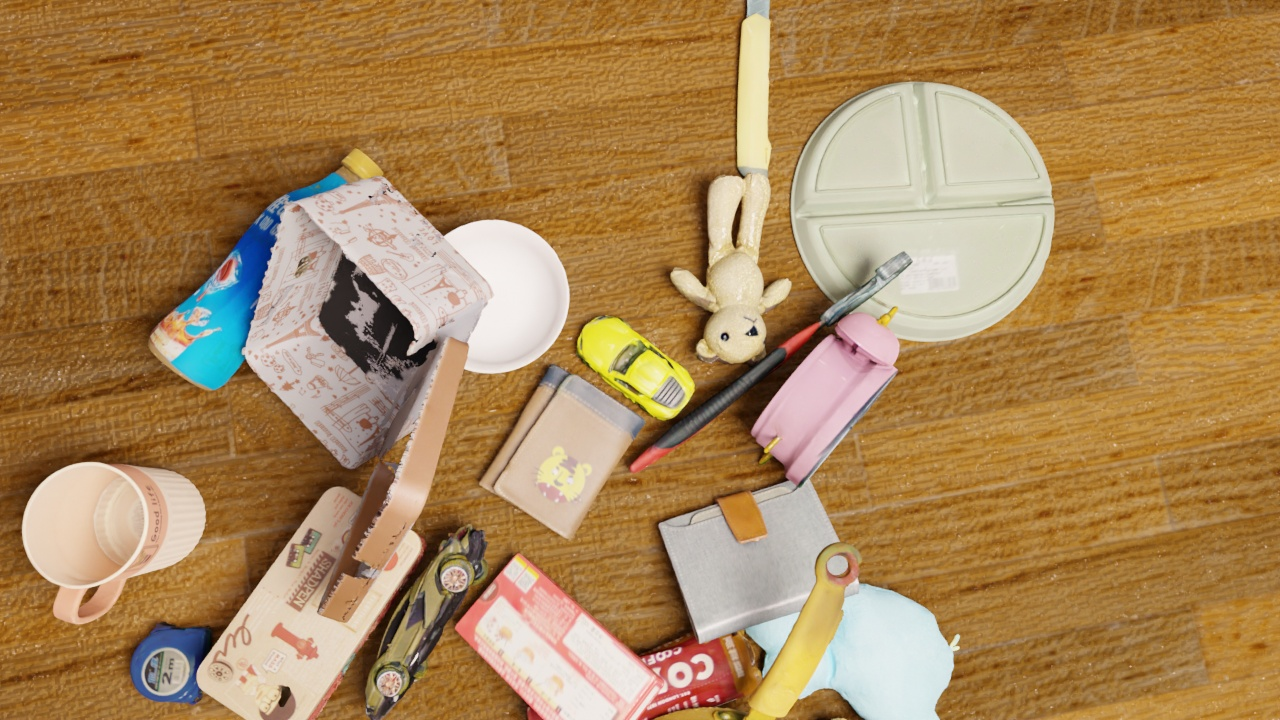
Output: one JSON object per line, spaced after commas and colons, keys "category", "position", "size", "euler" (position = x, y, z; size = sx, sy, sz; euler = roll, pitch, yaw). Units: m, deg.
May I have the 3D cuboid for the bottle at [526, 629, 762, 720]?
{"category": "bottle", "position": [0.002, 0.251, 0.697], "size": [0.175, 0.057, 0.057], "euler": [-18, 84, -6]}

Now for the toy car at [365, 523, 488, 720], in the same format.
{"category": "toy car", "position": [-0.162, 0.196, 0.689], "size": [0.042, 0.070, 0.158], "euler": [28, 81, 5]}

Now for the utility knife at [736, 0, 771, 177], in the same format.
{"category": "utility knife", "position": [0.100, -0.250, 0.787], "size": [0.031, 0.021, 0.205], "euler": [3, 89, -6]}

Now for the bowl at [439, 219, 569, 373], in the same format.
{"category": "bowl", "position": [-0.115, -0.045, 0.725], "size": [0.118, 0.065, 0.118], "euler": [1, 83, -4]}

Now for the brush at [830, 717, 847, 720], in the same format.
{"category": "brush", "position": [0.234, 0.362, 0.696], "size": [0.254, 0.083, 0.045], "euler": [44, 60, -5]}

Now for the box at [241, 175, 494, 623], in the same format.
{"category": "box", "position": [-0.180, 0.023, 0.628], "size": [0.134, 0.180, 0.270], "euler": [0, 54, -35]}

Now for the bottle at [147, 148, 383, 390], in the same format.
{"category": "bottle", "position": [-0.285, -0.076, 0.719], "size": [0.065, 0.065, 0.218], "euler": [40, 82, 2]}

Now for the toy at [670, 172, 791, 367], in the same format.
{"category": "toy", "position": [0.079, -0.073, 0.739], "size": [0.105, 0.066, 0.157], "euler": [2, 90, -20]}

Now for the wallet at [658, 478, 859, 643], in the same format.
{"category": "wallet", "position": [0.089, 0.149, 0.709], "size": [0.129, 0.037, 0.106], "euler": [-15, 55, -8]}

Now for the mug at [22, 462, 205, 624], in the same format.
{"category": "mug", "position": [-0.381, 0.132, 0.665], "size": [0.081, 0.106, 0.114], "euler": [18, 82, -1]}

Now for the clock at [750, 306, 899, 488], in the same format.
{"category": "clock", "position": [0.150, 0.022, 0.709], "size": [0.060, 0.117, 0.158], "euler": [41, 84, 14]}

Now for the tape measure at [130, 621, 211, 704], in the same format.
{"category": "tape measure", "position": [-0.355, 0.229, 0.696], "size": [0.054, 0.025, 0.058], "euler": [4, 79, -1]}

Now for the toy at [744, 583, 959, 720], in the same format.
{"category": "toy", "position": [0.169, 0.224, 0.716], "size": [0.156, 0.050, 0.161], "euler": [-21, 81, 4]}

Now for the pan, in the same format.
{"category": "pan", "position": [0.074, 0.277, 0.639], "size": [0.197, 0.078, 0.357], "euler": [17, 99, -8]}

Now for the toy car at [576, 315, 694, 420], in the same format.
{"category": "toy car", "position": [-0.004, 0.004, 0.742], "size": [0.105, 0.032, 0.048], "euler": [38, 82, 3]}

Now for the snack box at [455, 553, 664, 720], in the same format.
{"category": "snack box", "position": [-0.062, 0.217, 0.677], "size": [0.153, 0.025, 0.075], "euler": [33, 78, 31]}

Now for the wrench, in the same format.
{"category": "wrench", "position": [0.100, 0.005, 0.722], "size": [0.273, 0.056, 0.016], "euler": [-38, 79, 7]}

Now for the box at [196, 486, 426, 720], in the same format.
{"category": "box", "position": [-0.238, 0.188, 0.690], "size": [0.091, 0.076, 0.168], "euler": [32, 76, 2]}

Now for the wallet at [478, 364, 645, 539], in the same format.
{"category": "wallet", "position": [-0.063, 0.072, 0.731], "size": [0.090, 0.033, 0.115], "euler": [32, 86, 0]}

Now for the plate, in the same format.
{"category": "plate", "position": [0.243, -0.130, 0.777], "size": [0.230, 0.027, 0.230], "euler": [0, 83, -3]}
